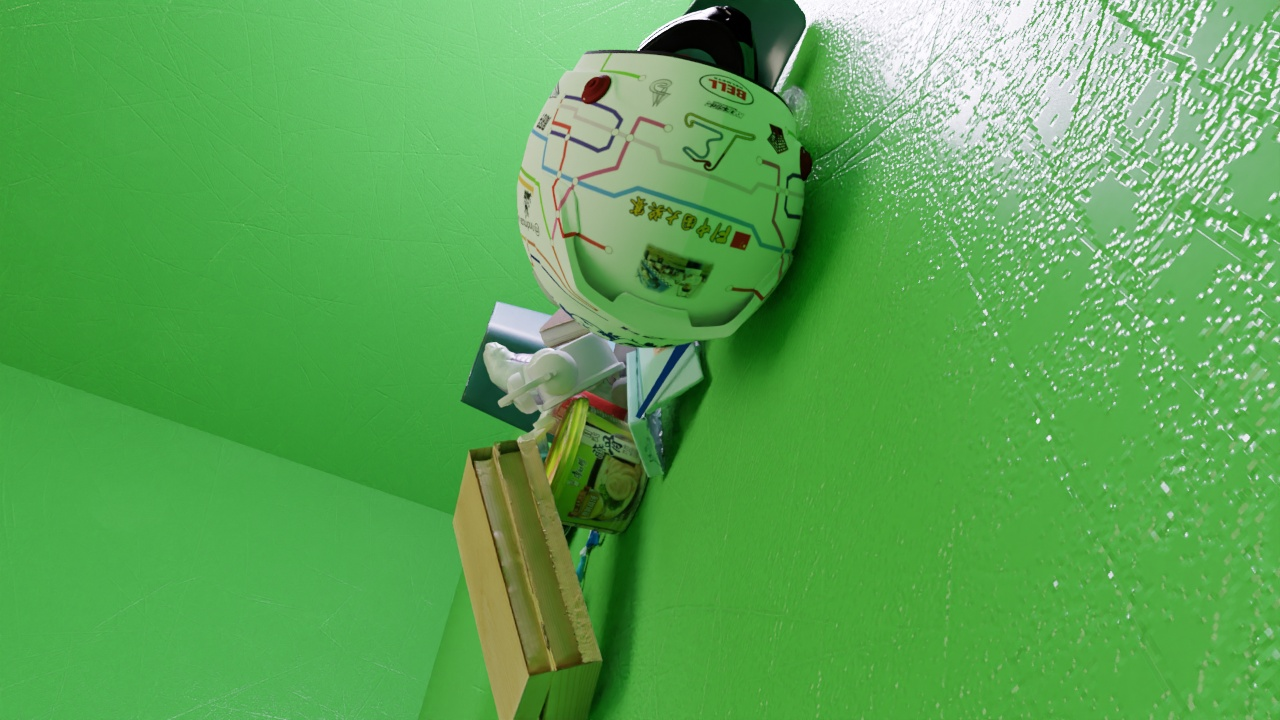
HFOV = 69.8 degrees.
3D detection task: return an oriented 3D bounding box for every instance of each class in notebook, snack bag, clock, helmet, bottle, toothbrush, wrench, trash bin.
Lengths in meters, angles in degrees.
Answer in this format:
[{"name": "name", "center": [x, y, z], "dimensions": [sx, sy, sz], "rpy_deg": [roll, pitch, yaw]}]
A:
[{"name": "notebook", "center": [-0.033, -0.077, 1.265], "dimensions": [0.215, 0.190, 0.034], "rpy_deg": [-65, -44, -75]}, {"name": "snack bag", "center": [-0.063, 0.076, 1.125], "dimensions": [0.077, 0.116, 0.036], "rpy_deg": [122, 171, -47]}, {"name": "clock", "center": [-0.088, 0.020, 1.026], "dimensions": [0.158, 0.061, 0.120], "rpy_deg": [-28, -1, -39]}, {"name": "helmet", "center": [0.011, -0.131, 0.775], "dimensions": [0.314, 0.231, 0.236], "rpy_deg": [-113, 41, -70]}, {"name": "bottle", "center": [-0.007, 0.007, 1.119], "dimensions": [0.108, 0.060, 0.060], "rpy_deg": [-79, 13, -46]}, {"name": "toothbrush", "center": [0.037, -0.008, 0.906], "dimensions": [0.186, 0.016, 0.011], "rpy_deg": [-57, -8, -36]}, {"name": "helmet", "center": [0.061, -0.298, 1.036], "dimensions": [0.276, 0.176, 0.199], "rpy_deg": [-54, 0, 31]}, {"name": "wrench", "center": [-0.121, 0.107, 1.126], "dimensions": [0.047, 0.009, 0.274], "rpy_deg": [-37, -10, -11]}, {"name": "trash bin", "center": [-0.169, 0.020, 1.543], "dimensions": [0.199, 0.218, 0.197], "rpy_deg": [-94, 26, -67]}]

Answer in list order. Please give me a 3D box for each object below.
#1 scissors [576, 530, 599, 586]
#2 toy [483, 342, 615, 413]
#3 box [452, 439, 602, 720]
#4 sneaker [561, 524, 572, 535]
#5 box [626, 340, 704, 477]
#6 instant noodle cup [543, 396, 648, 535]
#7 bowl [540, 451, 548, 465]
[{"name": "scissors", "center": [-0.063, 0.228, 1.125], "dimensions": [0.127, 0.014, 0.127], "rpy_deg": [-75, 6, -53]}, {"name": "toy", "center": [-0.107, 0.033, 1.215], "dimensions": [0.209, 0.138, 0.085], "rpy_deg": [28, -110, -60]}, {"name": "box", "center": [-0.115, 0.211, 0.868], "dimensions": [0.128, 0.091, 0.249], "rpy_deg": [99, 155, -45]}, {"name": "sneaker", "center": [-0.144, 0.247, 1.303], "dimensions": [0.251, 0.097, 0.151], "rpy_deg": [-68, 10, -26]}, {"name": "box", "center": [0.029, 0.031, 0.958], "dimensions": [0.113, 0.078, 0.187], "rpy_deg": [-38, 19, 11]}, {"name": "instant noodle cup", "center": [-0.050, 0.121, 1.004], "dimensions": [0.146, 0.098, 0.146], "rpy_deg": [-161, 91, -81]}, {"name": "bowl", "center": [-0.095, 0.141, 1.130], "dimensions": [0.046, 0.121, 0.121], "rpy_deg": [-91, 22, -49]}]
